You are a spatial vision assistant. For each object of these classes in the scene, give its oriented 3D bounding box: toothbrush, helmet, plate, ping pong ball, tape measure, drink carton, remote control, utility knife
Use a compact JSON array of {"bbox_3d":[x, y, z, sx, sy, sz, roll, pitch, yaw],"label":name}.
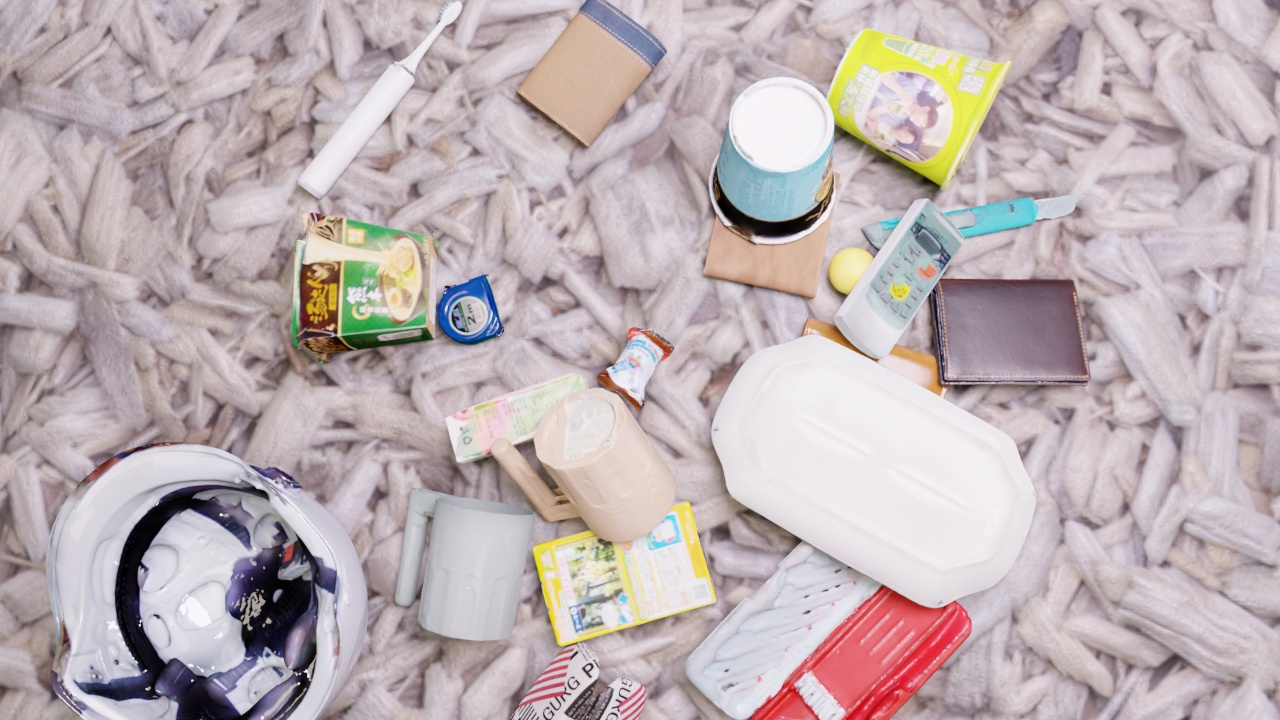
[{"bbox_3d":[-0.233,-0.240,0.832,0.026,0.026,0.221,36,88,40],"label":"toothbrush"},{"bbox_3d":[-0.329,0.191,0.741,0.258,0.146,0.229,38,87,14],"label":"helmet"},{"bbox_3d":[0.188,0.082,0.733,0.266,0.034,0.162,30,79,7],"label":"plate"},{"bbox_3d":[0.181,-0.076,0.785,0.040,0.040,0.040,0,85,3],"label":"ping pong ball"},{"bbox_3d":[-0.151,-0.042,0.811,0.054,0.025,0.058,-18,80,4],"label":"tape measure"},{"bbox_3d":[-0.100,0.048,0.785,0.122,0.053,0.045,-20,83,1],"label":"drink carton"},{"bbox_3d":[0.217,-0.067,0.766,0.056,0.019,0.135,41,79,-19],"label":"remote control"},{"bbox_3d":[0.287,-0.122,0.796,0.185,0.013,0.029,-10,87,3],"label":"utility knife"}]

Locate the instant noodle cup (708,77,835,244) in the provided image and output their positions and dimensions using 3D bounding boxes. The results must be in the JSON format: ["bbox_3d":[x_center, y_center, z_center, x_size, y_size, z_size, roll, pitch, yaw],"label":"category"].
[{"bbox_3d":[0.110,-0.164,0.743,0.111,0.120,0.111,-1,79,4],"label":"instant noodle cup"}]

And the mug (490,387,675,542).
[{"bbox_3d":[-0.047,0.088,0.745,0.125,0.103,0.084,-12,45,20],"label":"mug"}]

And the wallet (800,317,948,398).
[{"bbox_3d":[0.187,0.038,0.782,0.131,0.035,0.119,18,80,5],"label":"wallet"}]

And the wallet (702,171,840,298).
[{"bbox_3d":[0.116,-0.119,0.805,0.101,0.020,0.115,13,83,6],"label":"wallet"}]

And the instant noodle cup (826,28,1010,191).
[{"bbox_3d":[0.225,-0.218,0.768,0.123,0.111,0.111,28,87,13],"label":"instant noodle cup"}]

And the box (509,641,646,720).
[{"bbox_3d":[-0.064,0.324,0.767,0.086,0.075,0.162,38,84,-25],"label":"box"}]

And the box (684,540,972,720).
[{"bbox_3d":[0.152,0.233,0.752,0.201,0.069,0.157,-45,79,-1],"label":"box"}]

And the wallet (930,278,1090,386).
[{"bbox_3d":[0.309,-0.025,0.771,0.122,0.020,0.096,0,71,1],"label":"wallet"}]

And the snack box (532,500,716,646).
[{"bbox_3d":[-0.013,0.180,0.779,0.140,0.034,0.087,-17,84,0],"label":"snack box"}]

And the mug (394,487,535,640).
[{"bbox_3d":[-0.154,0.169,0.772,0.124,0.083,0.103,7,86,31],"label":"mug"}]

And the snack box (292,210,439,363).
[{"bbox_3d":[-0.228,-0.059,0.780,0.105,0.118,0.117,1,84,-7],"label":"snack box"}]

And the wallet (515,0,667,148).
[{"bbox_3d":[-0.044,-0.259,0.821,0.090,0.033,0.115,38,89,9],"label":"wallet"}]

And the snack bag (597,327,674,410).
[{"bbox_3d":[-0.005,0.004,0.769,0.045,0.105,0.026,39,123,-5],"label":"snack bag"}]
